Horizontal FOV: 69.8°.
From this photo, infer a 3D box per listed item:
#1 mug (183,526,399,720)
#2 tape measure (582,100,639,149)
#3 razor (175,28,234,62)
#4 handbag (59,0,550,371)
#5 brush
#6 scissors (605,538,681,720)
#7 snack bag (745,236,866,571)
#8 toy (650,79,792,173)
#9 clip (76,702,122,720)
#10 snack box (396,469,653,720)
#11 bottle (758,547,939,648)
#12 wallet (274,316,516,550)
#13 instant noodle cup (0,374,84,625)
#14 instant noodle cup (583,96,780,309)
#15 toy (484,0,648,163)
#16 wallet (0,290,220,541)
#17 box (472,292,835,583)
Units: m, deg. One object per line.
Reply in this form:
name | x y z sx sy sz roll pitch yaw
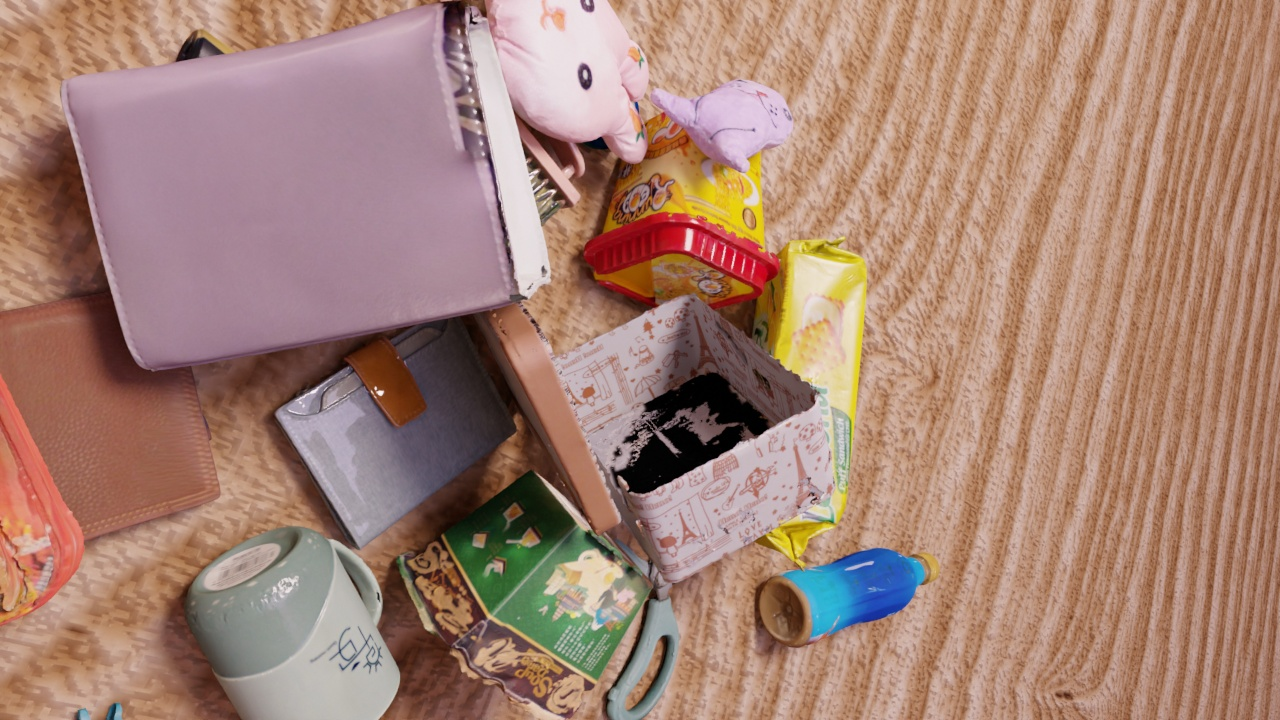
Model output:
mug | -0.189 0.148 0.521 0.106 0.082 0.111 69 24 -18
tape measure | -0.029 -0.180 0.661 0.058 0.025 0.054 -7 99 -35
razor | -0.187 -0.118 0.523 0.167 0.062 0.067 42 37 -27
handbag | -0.157 -0.084 0.453 0.197 0.098 0.145 -10 106 7
brush | -0.097 -0.154 0.582 0.073 0.063 0.145 -51 120 -20
scissors | -0.007 0.204 0.707 0.169 0.019 0.181 -9 98 -40
snack bag | 0.122 0.028 0.712 0.068 0.158 0.246 7 88 0
toy | 0.063 -0.164 0.620 0.084 0.039 0.107 42 43 11
clip | -0.285 0.208 0.481 0.045 0.014 0.057 0 92 -41
snack box | -0.065 0.140 0.576 0.105 0.117 0.118 -47 123 -5
bottle | 0.204 0.211 0.849 0.218 0.065 0.065 -2 94 -39
wallet | -0.147 0.037 0.570 0.129 0.037 0.106 -37 116 -32
instant noodle cup | -0.350 0.054 0.368 0.188 0.079 0.164 -23 106 -27
instant noodle cup | 0.034 -0.111 0.668 0.116 0.116 0.123 21 68 -37
toy | -0.039 -0.191 0.585 0.159 0.054 0.121 16 71 -56
wallet | -0.278 0.028 0.467 0.101 0.032 0.124 -17 104 -40
box | 0.002 0.004 0.569 0.157 0.181 0.198 -27 122 -10
